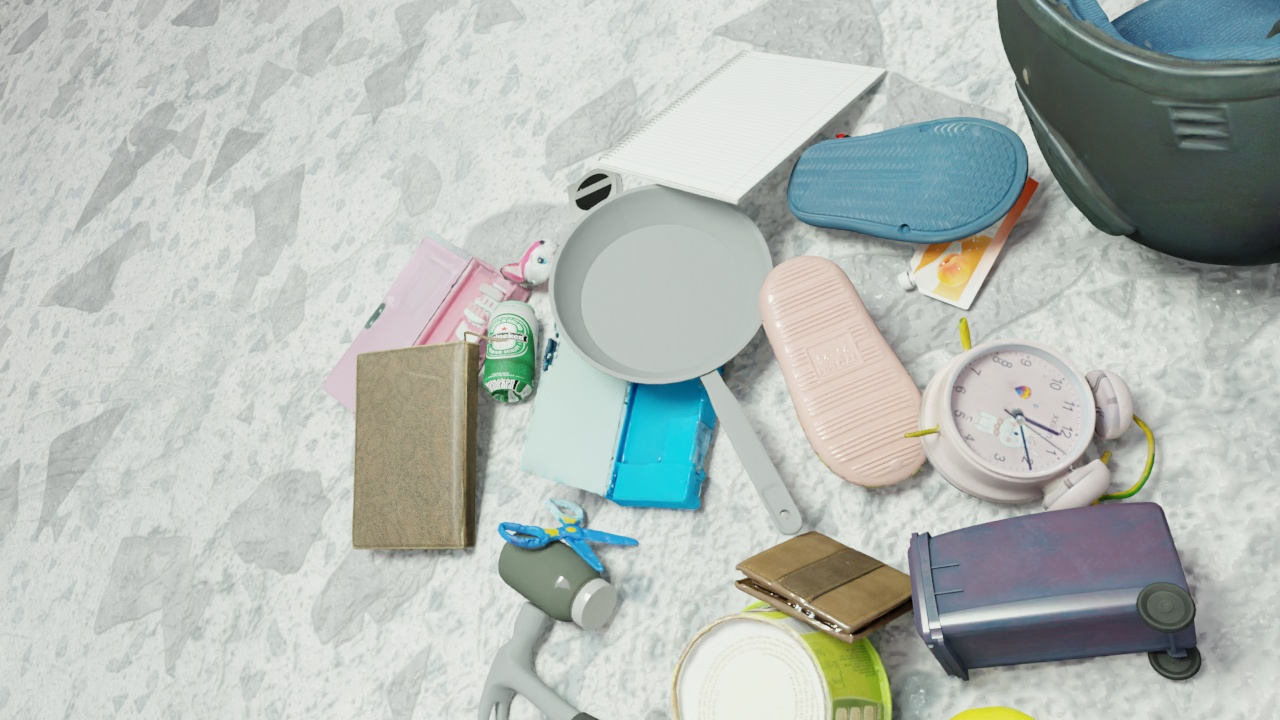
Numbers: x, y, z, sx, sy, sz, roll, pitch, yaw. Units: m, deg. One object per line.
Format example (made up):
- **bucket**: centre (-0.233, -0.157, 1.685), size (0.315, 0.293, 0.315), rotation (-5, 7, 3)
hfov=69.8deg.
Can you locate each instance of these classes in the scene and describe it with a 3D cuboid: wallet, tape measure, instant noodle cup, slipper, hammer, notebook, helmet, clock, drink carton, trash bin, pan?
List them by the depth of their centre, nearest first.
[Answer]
- **trash bin**: centre (0.264, 0.156, 0.600), size (0.161, 0.094, 0.092), rotation (-15, 49, 24)
- **helmet**: centre (0.382, -0.205, 0.619), size (0.249, 0.236, 0.315), rotation (-34, 51, 13)
- **instant noodle cup**: centre (0.093, 0.240, 0.647), size (0.146, 0.097, 0.146), rotation (-10, 72, 30)
- **clock**: centre (0.279, 0.047, 0.651), size (0.158, 0.059, 0.116), rotation (24, 77, 15)
- **wallet**: centre (0.139, 0.161, 0.665), size (0.099, 0.120, 0.027), rotation (21, 106, 38)
- **hammer**: centre (-0.038, 0.296, 0.706), size (0.311, 0.029, 0.125), rotation (12, 75, 54)
- **slipper**: centre (0.159, 0.011, 0.746), size (0.093, 0.081, 0.197), rotation (-27, 78, 5)
- **drink carton**: centre (0.273, -0.105, 0.772), size (0.069, 0.039, 0.122), rotation (29, 89, 38)
- **slipper**: centre (0.222, -0.147, 0.784), size (0.214, 0.059, 0.103), rotation (6, 84, 42)
- **pan**: centre (0.049, -0.005, 0.795), size (0.200, 0.051, 0.356), rotation (-25, 66, -3)
- **notebook**: centre (0.098, -0.237, 0.898), size (0.178, 0.013, 0.245), rotation (23, 54, 38)
- **notebook**: centre (-0.216, 0.084, 0.942), size (0.190, 0.034, 0.215), rotation (-6, 80, 26)
- **tape measure**: centre (-0.052, -0.184, 1.026), size (0.065, 0.016, 0.064), rotation (-21, 57, 22)

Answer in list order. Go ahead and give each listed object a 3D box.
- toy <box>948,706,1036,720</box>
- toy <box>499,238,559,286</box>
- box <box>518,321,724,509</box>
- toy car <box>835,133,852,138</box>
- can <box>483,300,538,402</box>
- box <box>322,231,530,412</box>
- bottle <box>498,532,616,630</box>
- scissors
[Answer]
- **toy**: centre (0.231, 0.273, 0.593), size (0.094, 0.041, 0.095), rotation (8, 70, 30)
- **toy**: centre (-0.097, -0.112, 0.993), size (0.102, 0.050, 0.065), rotation (2, 33, 22)
- **box**: centre (-0.004, 0.012, 0.862), size (0.170, 0.071, 0.243), rotation (8, 69, 10)
- **toy car**: centre (0.208, -0.178, 0.853), size (0.038, 0.025, 0.089), rotation (-54, 48, 6)
- **can**: centre (-0.136, -0.009, 0.965), size (0.053, 0.053, 0.101), rotation (-13, 60, 27)
- **box**: centre (-0.248, -0.021, 1.053), size (0.179, 0.039, 0.232), rotation (33, 86, 35)
- **bottle**: centre (-0.074, 0.194, 0.815), size (0.108, 0.060, 0.060), rotation (23, 80, 38)
- **scissors**: centre (-0.064, 0.154, 0.828), size (0.125, 0.127, 0.015), rotation (9, 111, -2)
